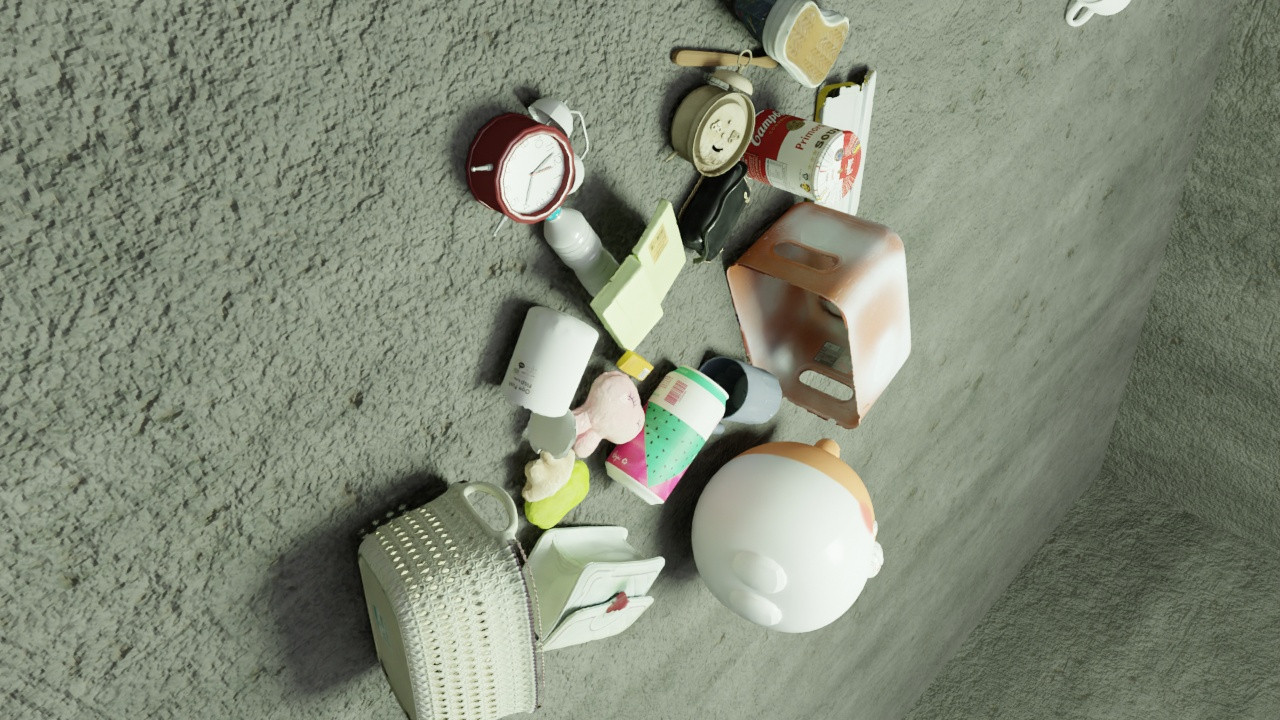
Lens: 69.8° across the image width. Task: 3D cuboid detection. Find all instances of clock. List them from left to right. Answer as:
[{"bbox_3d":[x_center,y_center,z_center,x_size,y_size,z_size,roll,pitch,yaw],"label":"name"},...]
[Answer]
[{"bbox_3d":[-0.100,-0.181,0.842,0.137,0.048,0.096,-38,137,-26],"label":"clock"},{"bbox_3d":[0.082,-0.270,0.993,0.092,0.054,0.141,4,117,-51],"label":"clock"}]

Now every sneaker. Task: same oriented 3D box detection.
[{"bbox_3d":[0.167,-0.363,1.020,0.235,0.079,0.088,-21,140,-63],"label":"sneaker"}]

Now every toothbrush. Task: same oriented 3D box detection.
[{"bbox_3d":[0.094,-0.329,1.001,0.166,0.016,0.016,-15,124,-42],"label":"toothbrush"}]

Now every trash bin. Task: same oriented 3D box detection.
[{"bbox_3d":[0.246,-0.065,1.216,0.157,0.182,0.260,-47,140,-21],"label":"trash bin"}]

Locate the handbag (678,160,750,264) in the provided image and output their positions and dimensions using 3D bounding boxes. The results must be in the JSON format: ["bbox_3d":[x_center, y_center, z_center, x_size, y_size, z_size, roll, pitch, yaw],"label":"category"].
[{"bbox_3d":[0.091,-0.171,1.070,0.128,0.054,0.079,-61,147,-3],"label":"handbag"}]

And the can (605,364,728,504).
[{"bbox_3d":[0.033,0.092,1.143,0.165,0.088,0.088,-55,143,-8],"label":"can"}]

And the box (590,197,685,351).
[{"bbox_3d":[0.006,-0.085,0.992,0.138,0.030,0.187,-55,167,-7],"label":"box"}]

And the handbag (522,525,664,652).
[{"bbox_3d":[-0.066,0.288,1.140,0.198,0.096,0.142,14,105,-60],"label":"handbag"}]

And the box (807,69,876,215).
[{"bbox_3d":[0.275,-0.275,1.233,0.127,0.045,0.210,-31,134,-37],"label":"box"}]

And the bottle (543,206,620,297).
[{"bbox_3d":[-0.061,-0.114,0.934,0.044,0.044,0.136,-53,143,-10],"label":"bottle"}]

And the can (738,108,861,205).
[{"bbox_3d":[0.188,-0.241,1.082,0.086,0.116,0.087,-28,132,-36],"label":"can"}]

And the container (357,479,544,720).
[{"bbox_3d":[-0.188,0.256,0.927,0.143,0.185,0.252,-18,125,-28],"label":"container"}]

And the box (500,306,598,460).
[{"bbox_3d":[-0.099,0.029,0.956,0.094,0.084,0.165,6,110,-60],"label":"box"}]

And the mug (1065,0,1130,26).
[{"bbox_3d":[0.778,-0.623,1.572,0.090,0.073,0.111,-7,144,-47],"label":"mug"}]

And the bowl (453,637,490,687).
[{"bbox_3d":[-0.194,0.371,1.091,0.114,0.051,0.115,-28,132,-36],"label":"bowl"}]

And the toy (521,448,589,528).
[{"bbox_3d":[-0.101,0.141,1.051,0.092,0.043,0.118,-40,144,-16],"label":"toy"}]

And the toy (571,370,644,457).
[{"bbox_3d":[-0.045,0.067,1.072,0.105,0.053,0.108,-34,139,-10],"label":"toy"}]

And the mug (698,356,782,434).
[{"bbox_3d":[0.119,0.056,1.239,0.124,0.083,0.103,-46,150,20],"label":"mug"}]

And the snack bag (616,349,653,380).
[{"bbox_3d":[-0.006,0.006,1.076,0.026,0.020,0.099,-50,164,3],"label":"snack bag"}]

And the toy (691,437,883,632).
[{"bbox_3d":[0.216,0.243,1.316,0.279,0.266,0.263,-45,145,-44],"label":"toy"}]
